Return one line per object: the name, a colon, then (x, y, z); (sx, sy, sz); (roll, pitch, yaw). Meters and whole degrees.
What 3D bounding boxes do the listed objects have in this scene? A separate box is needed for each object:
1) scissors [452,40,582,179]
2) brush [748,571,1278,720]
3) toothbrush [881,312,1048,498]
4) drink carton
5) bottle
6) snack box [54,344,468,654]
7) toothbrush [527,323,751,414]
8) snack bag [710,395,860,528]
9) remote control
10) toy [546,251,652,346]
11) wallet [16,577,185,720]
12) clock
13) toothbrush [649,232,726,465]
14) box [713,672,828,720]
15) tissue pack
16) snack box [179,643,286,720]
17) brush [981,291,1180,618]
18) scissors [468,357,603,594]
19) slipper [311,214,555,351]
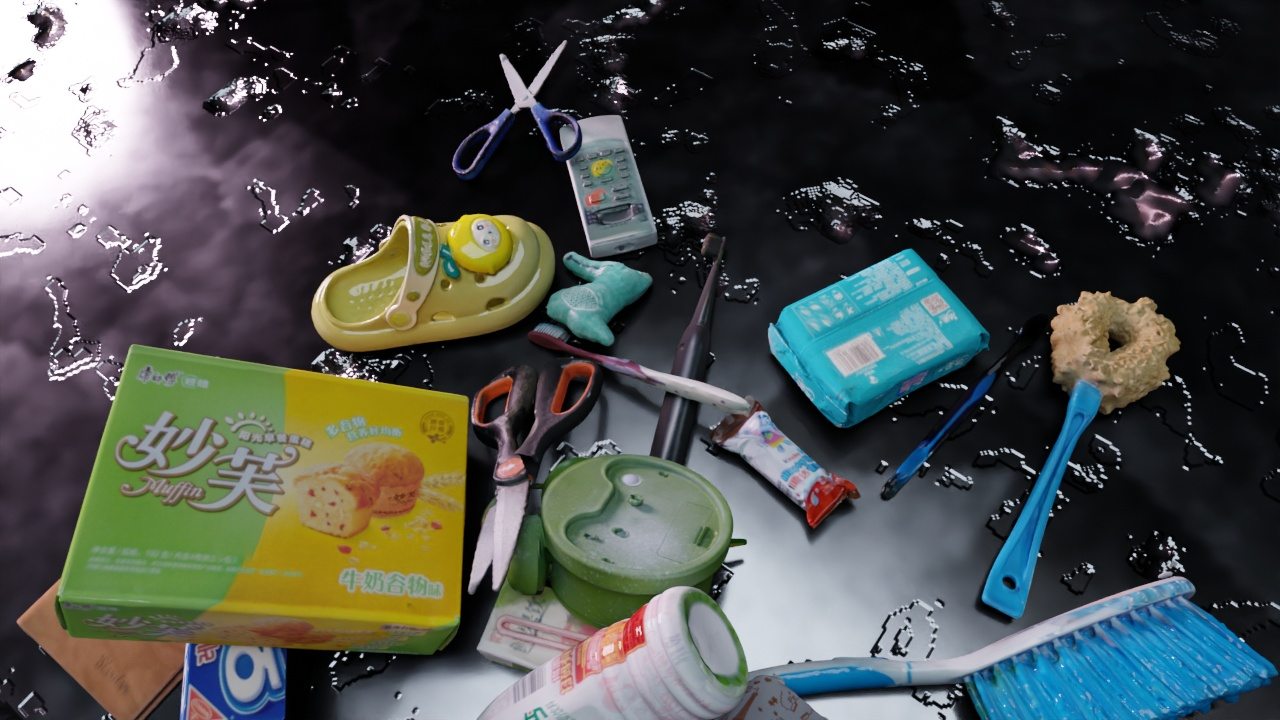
scissors: (-0.101, -0.215, 0.792); (0.162, 0.012, 0.174); (-43, 54, -10)
brush: (0.193, 0.194, 0.537); (0.314, 0.061, 0.109); (-19, 56, -4)
toothbrush: (0.229, 0.030, 0.645); (0.014, 0.016, 0.189); (42, 74, 13)
drink carton: (-0.034, 0.176, 0.563); (0.122, 0.045, 0.053); (16, 64, 13)
bottle: (-0.036, 0.196, 0.502); (0.197, 0.068, 0.068); (-36, 60, 20)
snack box: (-0.213, 0.088, 0.554); (0.210, 0.070, 0.157); (11, 54, -22)
toothbrush: (-0.004, 0.004, 0.653); (0.188, 0.016, 0.017); (18, 53, 29)
snack bag: (0.097, 0.069, 0.623); (0.045, 0.026, 0.105); (-42, 64, -14)
remote control: (-0.028, -0.146, 0.755); (0.056, 0.019, 0.135); (-13, 61, -3)
toy: (-0.034, -0.051, 0.693); (0.096, 0.030, 0.091); (30, 46, 27)
wallet: (-0.335, 0.167, 0.607); (0.115, 0.020, 0.101); (33, 70, 17)
clock: (-0.020, 0.109, 0.569); (0.161, 0.056, 0.115); (16, 30, 15)
toothbrush: (0.037, -0.007, 0.670); (0.027, 0.026, 0.212); (20, 62, -9)
box: (0.045, 0.283, 0.408); (0.177, 0.082, 0.258); (36, 37, 22)
tissue pack: (0.169, -0.017, 0.652); (0.133, 0.050, 0.093); (-26, 61, -10)
snack box: (-0.254, 0.134, 0.586); (0.058, 0.057, 0.207); (6, 56, -27)
brush: (0.287, 0.055, 0.614); (0.083, 0.046, 0.254); (27, 70, 13)
scissors: (-0.064, 0.058, 0.577); (0.148, 0.022, 0.234); (-23, 29, -10)
slipper: (-0.159, -0.063, 0.686); (0.190, 0.082, 0.091); (-16, 64, -1)
